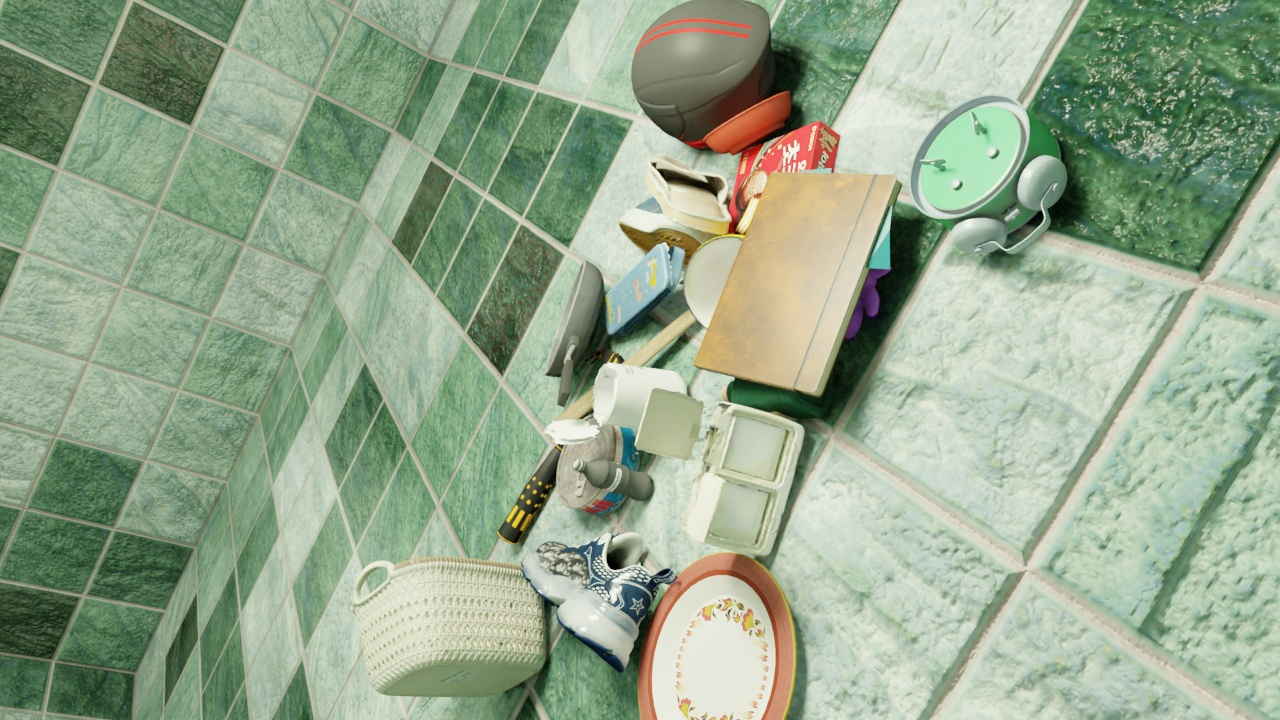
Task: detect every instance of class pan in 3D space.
[{"bbox_3d":[-0.091,-0.022,1.263,0.356,0.041,0.179,-92,23,-67],"label":"pan"}]

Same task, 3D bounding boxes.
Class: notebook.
[{"bbox_3d":[0.166,-0.092,0.937,0.179,0.014,0.249,14,79,46],"label":"notebook"}]

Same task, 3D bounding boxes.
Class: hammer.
[{"bbox_3d":[-0.007,0.007,1.214,0.332,0.030,0.119,-41,38,28],"label":"hammer"},{"bbox_3d":[-0.114,0.125,1.315,0.321,0.036,0.123,-58,32,9],"label":"hammer"}]

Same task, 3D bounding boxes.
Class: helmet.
[{"bbox_3d":[0.078,-0.390,1.228,0.265,0.169,0.164,-4,67,54],"label":"helmet"}]

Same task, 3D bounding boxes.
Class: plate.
[{"bbox_3d":[0.077,0.309,0.925,0.230,0.021,0.229,-34,45,41],"label":"plate"}]

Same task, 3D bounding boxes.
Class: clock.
[{"bbox_3d":[0.313,-0.162,0.825,0.122,0.075,0.161,-44,39,32],"label":"clock"}]

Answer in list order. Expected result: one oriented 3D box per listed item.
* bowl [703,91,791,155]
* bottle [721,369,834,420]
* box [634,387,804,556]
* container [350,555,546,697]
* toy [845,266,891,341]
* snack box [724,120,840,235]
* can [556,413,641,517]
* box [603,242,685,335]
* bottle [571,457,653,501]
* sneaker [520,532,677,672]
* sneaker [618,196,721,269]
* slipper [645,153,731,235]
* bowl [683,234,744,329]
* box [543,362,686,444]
[{"bbox_3d":[0.141,-0.292,1.155,0.122,0.035,0.122,-28,4,2],"label":"bowl"},{"bbox_3d":[0.136,0.030,0.976,0.131,0.061,0.061,-10,59,53],"label":"bottle"},{"bbox_3d":[0.085,0.114,0.889,0.095,0.185,0.145,12,88,50],"label":"box"},{"bbox_3d":[-0.236,0.341,1.173,0.185,0.246,0.142,-39,50,32],"label":"container"},{"bbox_3d":[0.210,-0.078,0.942,0.088,0.056,0.106,-54,44,11],"label":"toy"},{"bbox_3d":[0.165,-0.193,1.101,0.133,0.035,0.152,-9,63,54],"label":"snack box"},{"bbox_3d":[-0.056,0.137,1.208,0.130,0.044,0.129,-34,45,41],"label":"can"},{"bbox_3d":[-0.005,-0.091,1.225,0.210,0.049,0.066,141,142,-63],"label":"box"},{"bbox_3d":[-0.034,0.141,1.111,0.036,0.109,0.036,-34,44,41],"label":"bottle"},{"bbox_3d":[-0.050,0.255,1.096,0.132,0.103,0.270,-49,22,-10],"label":"sneaker"},{"bbox_3d":[0.054,-0.180,1.233,0.079,0.087,0.236,-46,27,-9],"label":"sneaker"},{"bbox_3d":[0.060,-0.219,1.156,0.262,0.115,0.052,-101,26,-65],"label":"slipper"},{"bbox_3d":[0.115,-0.088,1.059,0.117,0.067,0.117,6,104,25],"label":"bowl"},{"bbox_3d":[-0.030,0.058,1.121,0.084,0.162,0.112,-129,53,-60],"label":"box"}]
